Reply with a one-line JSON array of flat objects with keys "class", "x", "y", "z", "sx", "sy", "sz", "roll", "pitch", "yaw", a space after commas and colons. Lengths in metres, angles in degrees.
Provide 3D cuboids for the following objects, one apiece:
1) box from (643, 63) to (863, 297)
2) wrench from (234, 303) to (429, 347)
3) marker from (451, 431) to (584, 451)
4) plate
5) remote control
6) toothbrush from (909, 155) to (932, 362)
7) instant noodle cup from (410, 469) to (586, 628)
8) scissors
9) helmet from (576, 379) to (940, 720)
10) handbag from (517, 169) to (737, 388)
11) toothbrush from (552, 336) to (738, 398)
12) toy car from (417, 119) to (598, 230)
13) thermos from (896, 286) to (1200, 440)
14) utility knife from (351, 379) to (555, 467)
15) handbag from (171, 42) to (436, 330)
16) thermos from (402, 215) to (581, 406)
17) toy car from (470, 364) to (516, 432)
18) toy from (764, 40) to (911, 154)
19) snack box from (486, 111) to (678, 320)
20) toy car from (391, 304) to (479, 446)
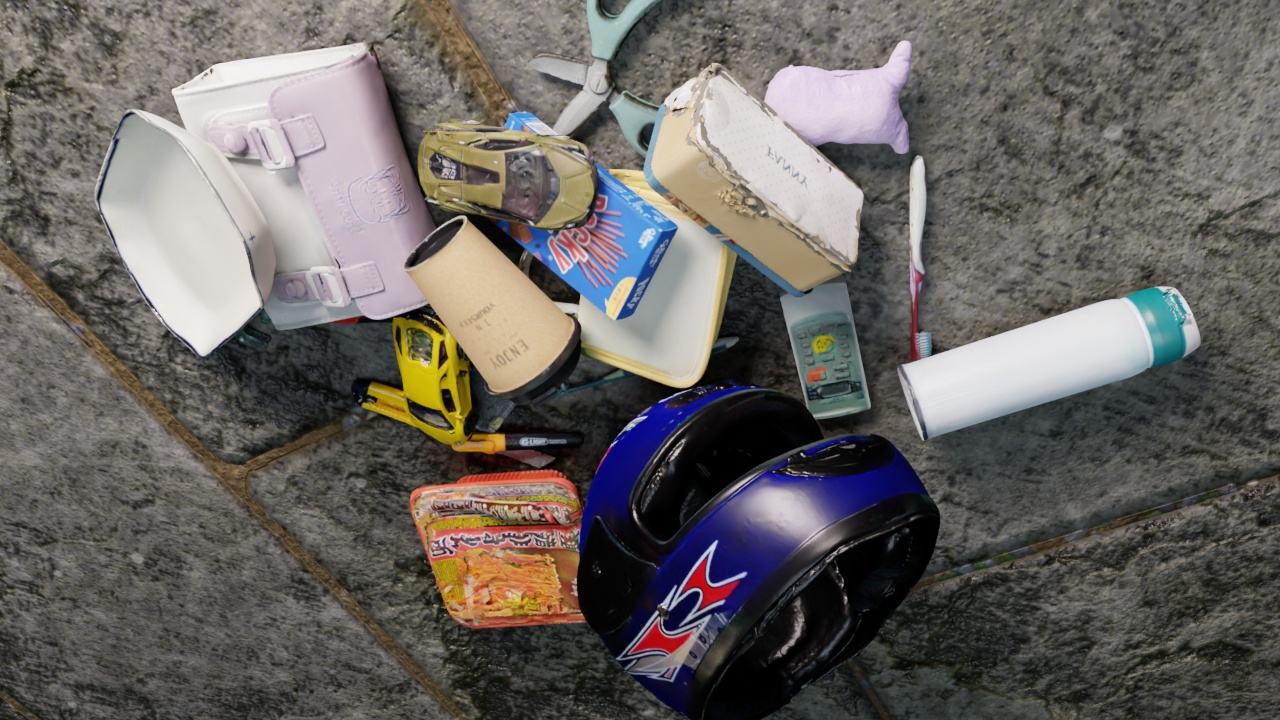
[{"class": "box", "x": 0.090, "y": -0.122, "z": 0.661, "sx": 0.184, "sy": 0.089, "sz": 0.061, "roll": 36, "pitch": 143, "yaw": -28}, {"class": "wrench", "x": -0.234, "y": -0.041, "z": 0.806, "sx": 0.273, "sy": 0.016, "sz": 0.056, "roll": -2, "pitch": 126, "yaw": 7}, {"class": "marker", "x": -0.115, "y": 0.076, "z": 0.861, "sx": 0.124, "sy": 0.015, "sz": 0.018, "roll": 0, "pitch": 107, "yaw": -7}, {"class": "plate", "x": -0.347, "y": -0.093, "z": 0.705, "sx": 0.266, "sy": 0.034, "sz": 0.162, "roll": -20, "pitch": 104, "yaw": 52}, {"class": "remote control", "x": 0.159, "y": -0.010, "z": 0.787, "sx": 0.056, "sy": 0.019, "sz": 0.135, "roll": -11, "pitch": 121, "yaw": 13}, {"class": "toothbrush", "x": 0.227, "y": -0.076, "z": 0.741, "sx": 0.017, "sy": 0.016, "sz": 0.188, "roll": -9, "pitch": 122, "yaw": 2}, {"class": "instant noodle cup", "x": -0.122, "y": 0.178, "z": 0.899, "sx": 0.164, "sy": 0.079, "sz": 0.189, "roll": -4, "pitch": 121, "yaw": 8}, {"class": "scissors", "x": 0.014, "y": -0.209, "z": 0.674, "sx": 0.178, "sy": 0.019, "sz": 0.171, "roll": 34, "pitch": 118, "yaw": -17}, {"class": "helmet", "x": 0.074, "y": 0.135, "z": 0.753, "sx": 0.246, "sy": 0.240, "sz": 0.316, "roll": -12, "pitch": 140, "yaw": -32}, {"class": "handbag", "x": -0.014, "y": -0.076, "z": 0.747, "sx": 0.179, "sy": 0.063, "sz": 0.164, "roll": 17, "pitch": 124, "yaw": 12}, {"class": "toothbrush", "x": -0.005, "y": 0.005, "z": 0.815, "sx": 0.192, "sy": 0.016, "sz": 0.018, "roll": -17, "pitch": 109, "yaw": 16}, {"class": "toy car", "x": -0.100, "y": -0.137, "z": 0.676, "sx": 0.158, "sy": 0.042, "sz": 0.070, "roll": 13, "pitch": 112, "yaw": 28}, {"class": "thermos", "x": 0.330, "y": 0.002, "z": 0.747, "sx": 0.224, "sy": 0.073, "sz": 0.073, "roll": -19, "pitch": 119, "yaw": 12}, {"class": "utility knife", "x": -0.177, "y": 0.063, "z": 0.868, "sx": 0.203, "sy": 0.015, "sz": 0.033, "roll": 22, "pitch": 124, "yaw": -10}, {"class": "handbag", "x": -0.244, "y": -0.131, "z": 0.708, "sx": 0.145, "sy": 0.098, "sz": 0.197, "roll": -9, "pitch": 122, "yaw": 5}, {"class": "thermos", "x": -0.113, "y": -0.038, "z": 0.713, "sx": 0.093, "sy": 0.092, "sz": 0.143, "roll": -27, "pitch": 120, "yaw": 21}, {"class": "toy car", "x": -0.128, "y": 0.019, "z": 0.824, "sx": 0.054, "sy": 0.036, "sz": 0.121, "roll": 33, "pitch": 130, "yaw": -10}, {"class": "toy", "x": 0.141, "y": -0.186, "z": 0.663, "sx": 0.108, "sy": 0.038, "sz": 0.084, "roll": 2, "pitch": 128, "yaw": 11}, {"class": "snack box", "x": -0.052, "y": -0.110, "z": 0.694, "sx": 0.157, "sy": 0.026, "sz": 0.085, "roll": 39, "pitch": 123, "yaw": 17}, {"class": "toy car", "x": -0.177, "y": 0.016, "z": 0.794, "sx": 0.071, "sy": 0.041, "sz": 0.156, "roll": 20, "pitch": 131, "yaw": 19}]
